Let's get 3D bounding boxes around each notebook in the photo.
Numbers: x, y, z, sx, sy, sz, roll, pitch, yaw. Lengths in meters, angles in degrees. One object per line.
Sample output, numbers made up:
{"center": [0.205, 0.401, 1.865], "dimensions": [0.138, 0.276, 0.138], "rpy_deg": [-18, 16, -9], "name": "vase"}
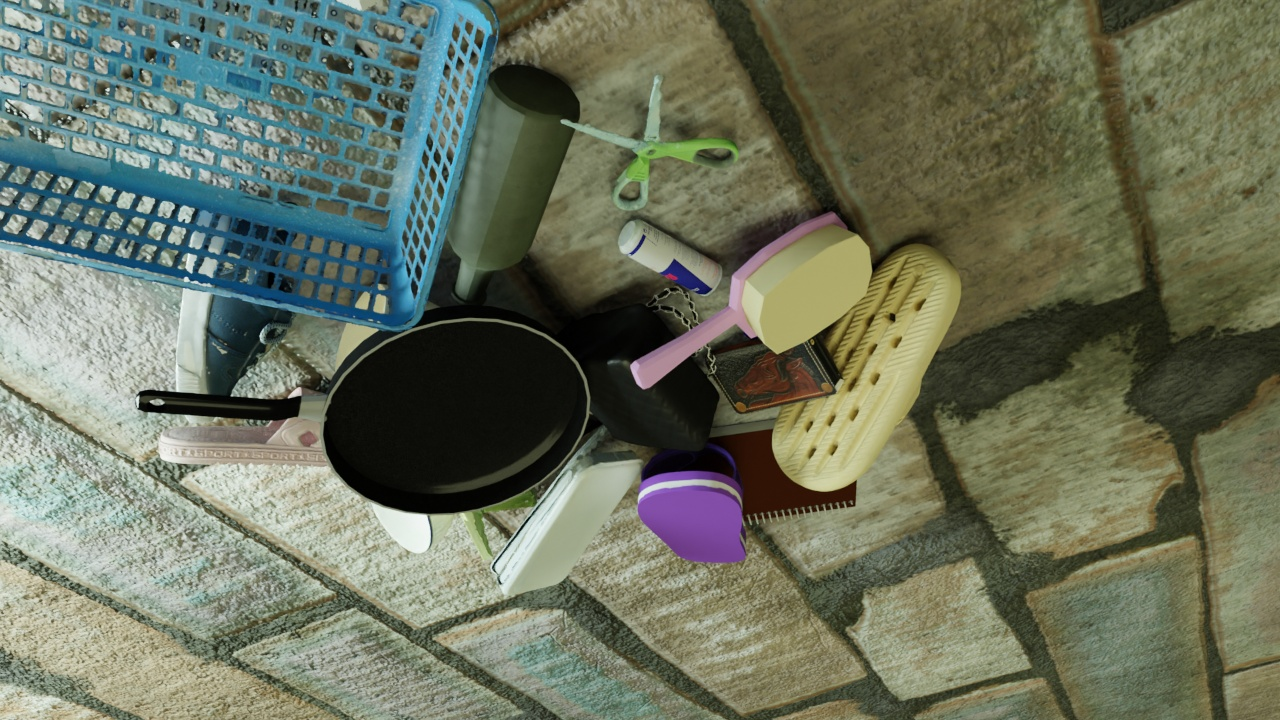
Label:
{"center": [0.141, 0.130, 1.045], "dimensions": [0.209, 0.022, 0.172], "rpy_deg": [-8, 134, 3], "name": "notebook"}

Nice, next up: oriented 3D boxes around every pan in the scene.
{"center": [-0.214, 0.040, 0.757], "dimensions": [0.355, 0.034, 0.226], "rpy_deg": [7, 127, -26], "name": "pan"}

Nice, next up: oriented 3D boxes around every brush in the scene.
{"center": [0.097, -0.039, 0.780], "dimensions": [0.228, 0.043, 0.089], "rpy_deg": [-33, 136, -11], "name": "brush"}

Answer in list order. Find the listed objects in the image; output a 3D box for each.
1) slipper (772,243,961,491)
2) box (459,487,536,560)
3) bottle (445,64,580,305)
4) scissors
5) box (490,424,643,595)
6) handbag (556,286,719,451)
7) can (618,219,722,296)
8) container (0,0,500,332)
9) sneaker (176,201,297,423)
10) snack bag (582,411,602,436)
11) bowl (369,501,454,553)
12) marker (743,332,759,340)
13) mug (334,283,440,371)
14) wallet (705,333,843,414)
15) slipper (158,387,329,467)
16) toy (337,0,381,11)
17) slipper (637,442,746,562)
{"center": [0.223, 0.014, 0.863], "dimensions": [0.079, 0.111, 0.262], "rpy_deg": [3, 123, -40], "name": "slipper"}
{"center": [-0.153, 0.113, 0.942], "dimensions": [0.083, 0.091, 0.188], "rpy_deg": [-19, 140, -8], "name": "box"}
{"center": [-0.111, -0.125, 0.720], "dimensions": [0.071, 0.071, 0.207], "rpy_deg": [12, 133, -18], "name": "bottle"}
{"center": [0.003, -0.156, 0.697], "dimensions": [0.171, 0.024, 0.160], "rpy_deg": [5, 158, -40], "name": "scissors"}
{"center": [-0.075, 0.171, 0.957], "dimensions": [0.083, 0.122, 0.216], "rpy_deg": [37, 124, 0], "name": "box"}
{"center": [-0.005, 0.005, 0.874], "dimensions": [0.125, 0.114, 0.153], "rpy_deg": [-5, 145, 35], "name": "handbag"}
{"center": [0.026, -0.089, 0.797], "dimensions": [0.095, 0.032, 0.032], "rpy_deg": [26, 128, -28], "name": "can"}
{"center": [-0.299, -0.179, 0.610], "dimensions": [0.362, 0.089, 0.258], "rpy_deg": [13, 122, -18], "name": "container"}
{"center": [-0.341, -0.038, 0.782], "dimensions": [0.087, 0.089, 0.236], "rpy_deg": [10, 130, -22], "name": "sneaker"}
{"center": [-0.115, 0.080, 0.968], "dimensions": [0.155, 0.018, 0.074], "rpy_deg": [-33, 130, 25], "name": "snack bag"}
{"center": [-0.234, 0.137, 0.970], "dimensions": [0.062, 0.118, 0.118], "rpy_deg": [-30, 153, -41], "name": "bowl"}
{"center": [0.152, 0.000, 0.909], "dimensions": [0.027, 0.023, 0.133], "rpy_deg": [-14, 140, 41], "name": "marker"}
{"center": [-0.210, -0.007, 0.823], "dimensions": [0.099, 0.096, 0.120], "rpy_deg": [23, 167, -34], "name": "mug"}
{"center": [0.125, 0.010, 0.871], "dimensions": [0.123, 0.019, 0.072], "rpy_deg": [-16, 115, 45], "name": "wallet"}
{"center": [-0.325, 0.062, 0.874], "dimensions": [0.239, 0.094, 0.064], "rpy_deg": [1, 98, -24], "name": "slipper"}
{"center": [-0.183, -0.311, 0.471], "dimensions": [0.268, 0.140, 0.247], "rpy_deg": [-15, 111, 9], "name": "toy"}
{"center": [0.064, 0.143, 0.990], "dimensions": [0.107, 0.083, 0.267], "rpy_deg": [-1, 153, 12], "name": "slipper"}
